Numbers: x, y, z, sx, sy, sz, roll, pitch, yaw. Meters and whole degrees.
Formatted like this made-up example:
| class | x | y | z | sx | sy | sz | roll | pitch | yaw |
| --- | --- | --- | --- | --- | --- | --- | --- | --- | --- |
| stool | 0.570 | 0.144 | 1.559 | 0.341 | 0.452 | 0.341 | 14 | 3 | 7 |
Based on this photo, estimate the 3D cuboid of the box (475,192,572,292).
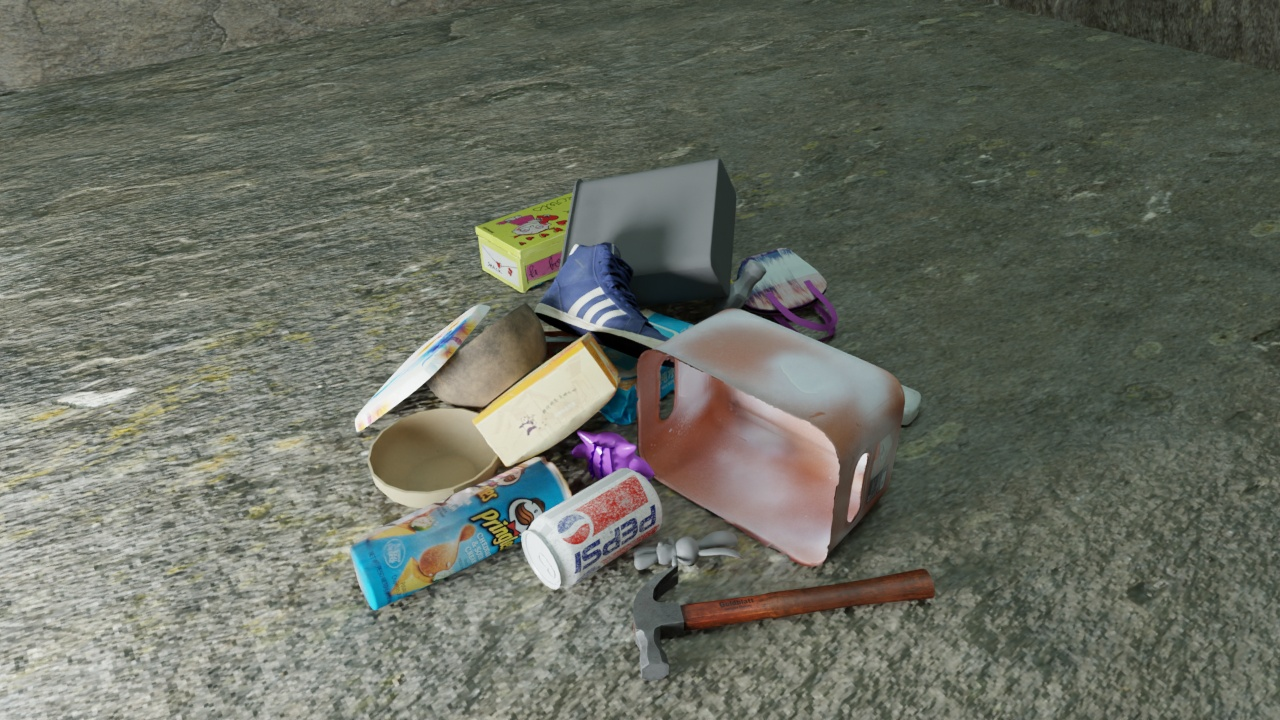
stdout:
| class | x | y | z | sx | sy | sz | roll | pitch | yaw |
| --- | --- | --- | --- | --- | --- | --- | --- | --- | --- |
| box | -0.141 | -0.200 | 1.492 | 0.220 | 0.082 | 0.124 | -28 | 42 | -31 |

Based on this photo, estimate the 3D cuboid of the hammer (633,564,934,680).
| class | x | y | z | sx | sy | sz | roll | pitch | yaw |
| --- | --- | --- | --- | --- | --- | --- | --- | --- | --- |
| hammer | 0.141 | 0.237 | 0.898 | 0.300 | 0.028 | 0.111 | -6 | 36 | -7 |

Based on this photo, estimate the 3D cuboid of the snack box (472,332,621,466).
| class | x | y | z | sx | sy | sz | roll | pitch | yaw |
| --- | --- | --- | --- | --- | --- | --- | --- | --- | --- |
| snack box | -0.095 | 0.043 | 1.040 | 0.145 | 0.080 | 0.195 | -36 | 4 | 2 |

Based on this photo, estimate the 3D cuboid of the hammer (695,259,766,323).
| class | x | y | z | sx | sy | sz | roll | pitch | yaw |
| --- | --- | --- | --- | --- | --- | --- | --- | --- | --- |
| hammer | 0.112 | -0.141 | 1.394 | 0.029 | 0.127 | 0.323 | 28 | 19 | -17 |

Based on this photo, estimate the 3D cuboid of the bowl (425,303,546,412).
| class | x | y | z | sx | sy | sz | roll | pitch | yaw |
| --- | --- | --- | --- | --- | --- | --- | --- | --- | --- |
| bowl | -0.185 | 0.004 | 1.156 | 0.070 | 0.163 | 0.161 | 52 | 47 | -4 |

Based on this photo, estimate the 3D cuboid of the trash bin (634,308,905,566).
| class | x | y | z | sx | sy | sz | roll | pitch | yaw |
| --- | --- | --- | --- | --- | --- | --- | --- | --- | --- |
| trash bin | 0.139 | 0.070 | 1.007 | 0.260 | 0.182 | 0.157 | 25 | 41 | 34 |

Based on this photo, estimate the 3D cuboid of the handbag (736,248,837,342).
| class | x | y | z | sx | sy | sz | roll | pitch | yaw |
| --- | --- | --- | --- | --- | --- | --- | --- | --- | --- |
| handbag | 0.221 | -0.087 | 1.338 | 0.144 | 0.068 | 0.170 | -18 | 45 | -21 |

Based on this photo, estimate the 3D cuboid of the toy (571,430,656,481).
| class | x | y | z | sx | sy | sz | roll | pitch | yaw |
| --- | --- | --- | --- | --- | --- | --- | --- | --- | --- |
| toy | -0.034 | 0.114 | 1.031 | 0.106 | 0.088 | 0.055 | 13 | 44 | 20 |

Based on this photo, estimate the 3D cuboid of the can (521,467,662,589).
| class | x | y | z | sx | sy | sz | roll | pitch | yaw |
| --- | --- | --- | --- | --- | --- | --- | --- | --- | --- |
| can | -0.049 | 0.174 | 0.953 | 0.135 | 0.078 | 0.078 | -27 | 42 | -32 |

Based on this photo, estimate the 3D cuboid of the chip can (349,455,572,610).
| class | x | y | z | sx | sy | sz | roll | pitch | yaw |
| --- | --- | --- | --- | --- | --- | --- | --- | --- | --- |
| chip can | -0.186 | 0.176 | 0.961 | 0.229 | 0.080 | 0.080 | -22 | 40 | -27 |

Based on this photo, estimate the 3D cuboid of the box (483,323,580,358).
| class | x | y | z | sx | sy | sz | roll | pitch | yaw |
| --- | --- | --- | --- | --- | --- | --- | --- | --- | --- |
| box | -0.131 | -0.031 | 1.277 | 0.187 | 0.057 | 0.060 | 1 | -6 | 3 |

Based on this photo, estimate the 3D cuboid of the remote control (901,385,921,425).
| class | x | y | z | sx | sy | sz | roll | pitch | yaw |
| --- | --- | --- | --- | --- | --- | --- | --- | --- | --- |
| remote control | 0.296 | 0.046 | 1.164 | 0.114 | 0.028 | 0.060 | 17 | 39 | 25 |

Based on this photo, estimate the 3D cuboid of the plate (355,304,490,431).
| class | x | y | z | sx | sy | sz | roll | pitch | yaw |
| --- | --- | --- | --- | --- | --- | --- | --- | --- | --- |
| plate | -0.277 | 0.004 | 1.154 | 0.187 | 0.016 | 0.186 | -32 | 18 | 34 |

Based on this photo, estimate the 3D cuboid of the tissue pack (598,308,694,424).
| class | x | y | z | sx | sy | sz | roll | pitch | yaw |
| --- | --- | --- | --- | --- | --- | --- | --- | --- | --- |
| tissue pack | -0.007 | 0.007 | 1.205 | 0.117 | 0.066 | 0.208 | 23 | 44 | 33 |

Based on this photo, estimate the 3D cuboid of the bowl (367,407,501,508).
| class | x | y | z | sx | sy | sz | roll | pitch | yaw |
| --- | --- | --- | --- | --- | --- | --- | --- | --- | --- |
| bowl | -0.234 | 0.120 | 1.061 | 0.152 | 0.050 | 0.152 | -1 | 35 | 1 |

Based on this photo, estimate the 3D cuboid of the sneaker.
| class | x | y | z | sx | sy | sz | roll | pitch | yaw |
| --- | --- | --- | --- | --- | --- | --- | --- | --- | --- |
| sneaker | -0.019 | -0.078 | 1.151 | 0.233 | 0.091 | 0.118 | 18 | 77 | 39 |

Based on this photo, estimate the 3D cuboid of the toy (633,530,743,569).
| class | x | y | z | sx | sy | sz | roll | pitch | yaw |
| --- | --- | --- | --- | --- | --- | --- | --- | --- | --- |
| toy | 0.048 | 0.199 | 0.956 | 0.111 | 0.030 | 0.049 | -8 | 20 | 0 |

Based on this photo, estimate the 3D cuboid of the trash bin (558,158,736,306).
| class | x | y | z | sx | sy | sz | roll | pitch | yaw |
| --- | --- | --- | --- | --- | --- | --- | --- | --- | --- |
| trash bin | 0.012 | -0.173 | 1.288 | 0.220 | 0.097 | 0.191 | -5 | 60 | 22 |
